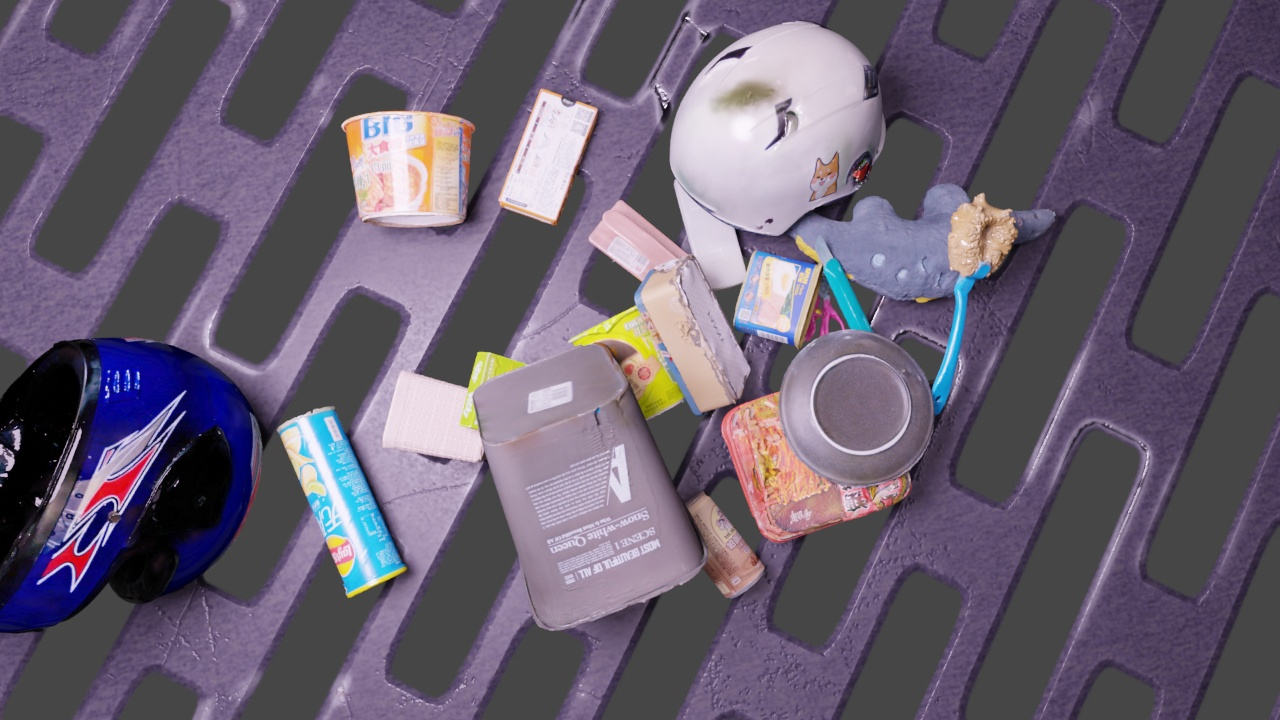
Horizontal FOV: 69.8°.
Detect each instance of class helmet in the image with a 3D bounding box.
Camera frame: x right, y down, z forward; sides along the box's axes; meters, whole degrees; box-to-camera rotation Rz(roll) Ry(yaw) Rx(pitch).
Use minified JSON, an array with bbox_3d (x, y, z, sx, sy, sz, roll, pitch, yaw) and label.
[{"bbox_3d":[-0.540,0.138,0.967,0.248,0.240,0.315,7,73,38],"label":"helmet"},{"bbox_3d":[0.161,-0.289,1.048,0.274,0.157,0.230,-35,70,-9],"label":"helmet"}]

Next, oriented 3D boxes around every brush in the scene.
[{"bbox_3d":[0.012,-0.124,1.092,0.145,0.073,0.063,39,84,2],"label":"brush"},{"bbox_3d":[0.362,-0.059,1.033,0.083,0.046,0.255,6,103,-27],"label":"brush"}]

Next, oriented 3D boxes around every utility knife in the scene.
[{"bbox_3d":[0.246,-0.069,1.082,0.029,0.013,0.182,-39,113,-20],"label":"utility knife"}]

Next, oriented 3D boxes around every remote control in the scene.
[{"bbox_3d":[0.085,-0.159,1.121,0.058,0.021,0.150,-14,84,-2],"label":"remote control"}]

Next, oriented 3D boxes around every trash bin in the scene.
[{"bbox_3d":[-0.062,0.121,0.958,0.199,0.198,0.220,-21,117,-6],"label":"trash bin"}]

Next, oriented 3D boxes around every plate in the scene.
[{"bbox_3d":[0.244,0.051,1.025,0.179,0.024,0.179,0,78,-2],"label":"plate"}]

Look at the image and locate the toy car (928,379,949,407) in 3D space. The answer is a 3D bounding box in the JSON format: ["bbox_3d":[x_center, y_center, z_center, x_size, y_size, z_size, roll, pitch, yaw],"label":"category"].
[{"bbox_3d":[0.322,0.036,1.094,0.090,0.042,0.034,16,111,4],"label":"toy car"}]

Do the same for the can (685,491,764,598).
[{"bbox_3d":[0.087,0.213,1.062,0.058,0.058,0.116,-38,86,-5],"label":"can"}]

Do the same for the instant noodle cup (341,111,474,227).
[{"bbox_3d":[-0.266,-0.217,1.067,0.151,0.151,0.111,-2,92,-1],"label":"instant noodle cup"}]

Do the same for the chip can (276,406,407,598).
[{"bbox_3d":[-0.344,0.162,1.056,0.071,0.071,0.210,-26,84,-4],"label":"chip can"}]

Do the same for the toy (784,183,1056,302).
[{"bbox_3d":[0.330,-0.138,1.093,0.356,0.091,0.137,-2,65,-3],"label":"toy"}]

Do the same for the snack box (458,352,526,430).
[{"bbox_3d":[-0.127,0.050,1.045,0.156,0.026,0.085,18,82,-42],"label":"snack box"}]

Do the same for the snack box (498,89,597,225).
[{"bbox_3d":[-0.112,-0.249,1.126,0.075,0.026,0.153,20,84,1],"label":"snack box"}]

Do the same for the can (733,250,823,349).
[{"bbox_3d":[0.163,-0.074,1.089,0.083,0.057,0.102,16,83,15],"label":"can"}]

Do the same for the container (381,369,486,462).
[{"bbox_3d":[-0.227,0.070,1.060,0.111,0.090,0.090,13,83,-3],"label":"container"}]

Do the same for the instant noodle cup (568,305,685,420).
[{"bbox_3d":[-0.006,0.006,1.064,0.111,0.112,0.123,-27,92,-4],"label":"instant noodle cup"}]

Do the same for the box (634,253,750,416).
[{"bbox_3d":[0.064,-0.023,1.043,0.061,0.089,0.184,-16,112,26],"label":"box"}]

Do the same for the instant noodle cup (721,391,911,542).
[{"bbox_3d":[0.199,0.110,1.065,0.189,0.079,0.164,-17,84,-4],"label":"instant noodle cup"}]

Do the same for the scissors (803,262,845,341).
[{"bbox_3d":[0.231,-0.082,1.120,0.073,0.017,0.137,18,80,2],"label":"scissors"}]
